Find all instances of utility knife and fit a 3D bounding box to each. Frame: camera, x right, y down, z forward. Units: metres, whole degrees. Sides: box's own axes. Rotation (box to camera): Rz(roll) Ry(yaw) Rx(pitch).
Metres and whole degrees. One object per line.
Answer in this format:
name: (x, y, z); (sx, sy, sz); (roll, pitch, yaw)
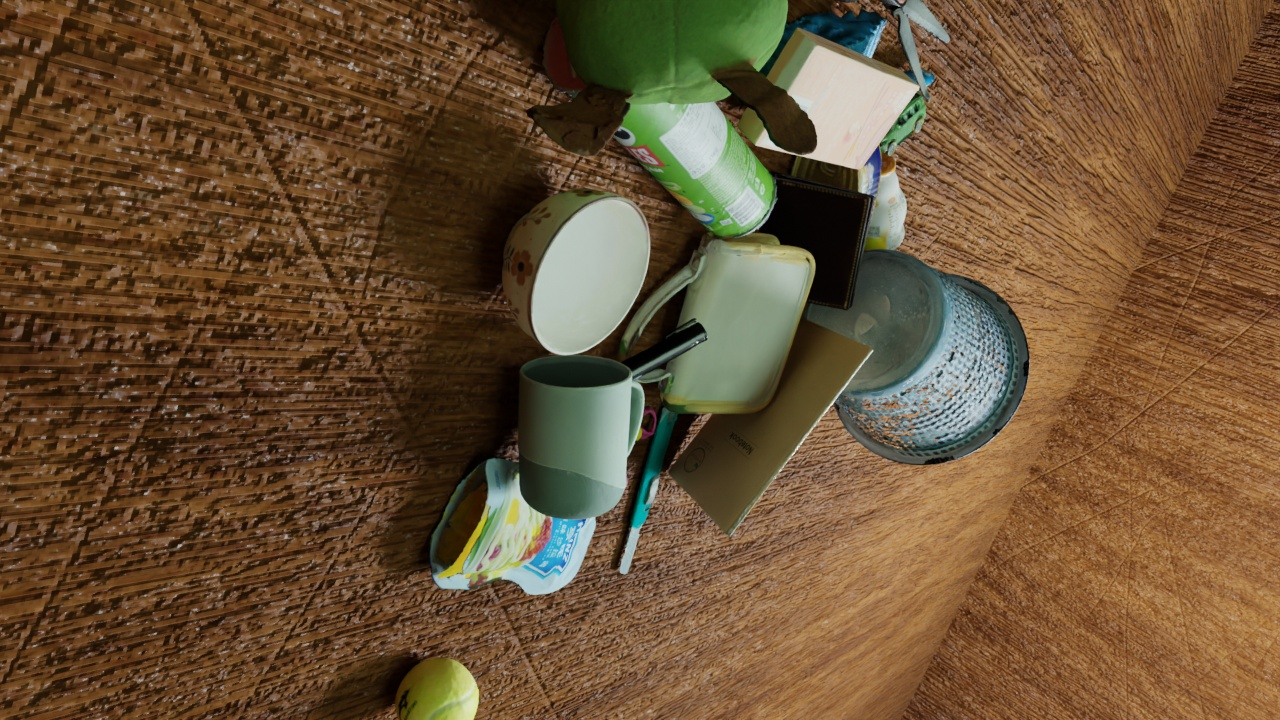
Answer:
utility knife: (0.008, 0.127, 0.906); (0.029, 0.013, 0.210); (-13, 126, -49)

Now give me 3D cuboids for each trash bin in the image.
trash bin: (0.273, -0.018, 0.972); (0.195, 0.227, 0.226); (26, 93, -52)

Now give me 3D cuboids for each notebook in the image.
notebook: (0.116, 0.053, 0.868); (0.008, 0.148, 0.207); (37, 91, -25)

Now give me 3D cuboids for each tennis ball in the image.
tennis ball: (-0.163, 0.273, 0.737); (0.065, 0.065, 0.066); (-34, 140, -35)

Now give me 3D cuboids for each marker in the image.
marker: (-0.004, 0.004, 0.749); (0.132, 0.020, 0.022); (-29, 106, -13)

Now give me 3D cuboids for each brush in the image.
brush: (0.196, -0.261, 0.821); (0.313, 0.060, 0.110); (-34, 145, -36)

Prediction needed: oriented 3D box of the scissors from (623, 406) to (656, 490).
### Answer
scissors: (-0.021, 0.066, 0.804); (0.133, 0.017, 0.128); (29, 77, -63)

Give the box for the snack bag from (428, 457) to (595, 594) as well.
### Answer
snack bag: (-0.091, 0.142, 0.760); (0.191, 0.039, 0.110); (28, 80, -58)

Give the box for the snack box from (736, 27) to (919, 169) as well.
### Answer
snack box: (0.151, -0.201, 0.723); (0.157, 0.026, 0.085); (-3, 135, -47)

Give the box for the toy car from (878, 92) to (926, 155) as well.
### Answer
toy car: (0.251, -0.239, 0.921); (0.091, 0.043, 0.036); (-44, 147, -27)

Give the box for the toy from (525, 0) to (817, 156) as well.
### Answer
toy: (0.012, -0.209, 0.487); (0.090, 0.227, 0.246); (103, -16, -71)

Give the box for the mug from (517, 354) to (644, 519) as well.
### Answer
mug: (-0.040, 0.055, 0.697); (0.111, 0.082, 0.106); (-15, 114, -45)

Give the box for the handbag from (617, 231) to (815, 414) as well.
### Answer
handbag: (0.057, -0.035, 0.811); (0.178, 0.063, 0.163); (0, 114, -37)

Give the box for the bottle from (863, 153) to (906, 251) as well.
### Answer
bottle: (0.245, -0.162, 0.955); (0.063, 0.063, 0.108); (-43, 145, -25)

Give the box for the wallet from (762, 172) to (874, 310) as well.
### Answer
wallet: (0.159, -0.108, 0.851); (0.020, 0.096, 0.122); (-55, 155, -47)

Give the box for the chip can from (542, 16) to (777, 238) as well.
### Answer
chip can: (0.025, -0.160, 0.643); (0.072, 0.072, 0.236); (-60, 148, 0)

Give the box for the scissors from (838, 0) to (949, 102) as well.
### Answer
scissors: (0.200, -0.318, 0.739); (0.220, 0.022, 0.222); (-14, 104, -44)

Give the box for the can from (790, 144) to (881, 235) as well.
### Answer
can: (0.180, -0.149, 0.866); (0.049, 0.075, 0.148); (-34, 140, -40)

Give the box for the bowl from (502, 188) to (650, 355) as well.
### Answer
bowl: (-0.052, -0.067, 0.621); (0.113, 0.062, 0.114); (-34, 140, -34)
